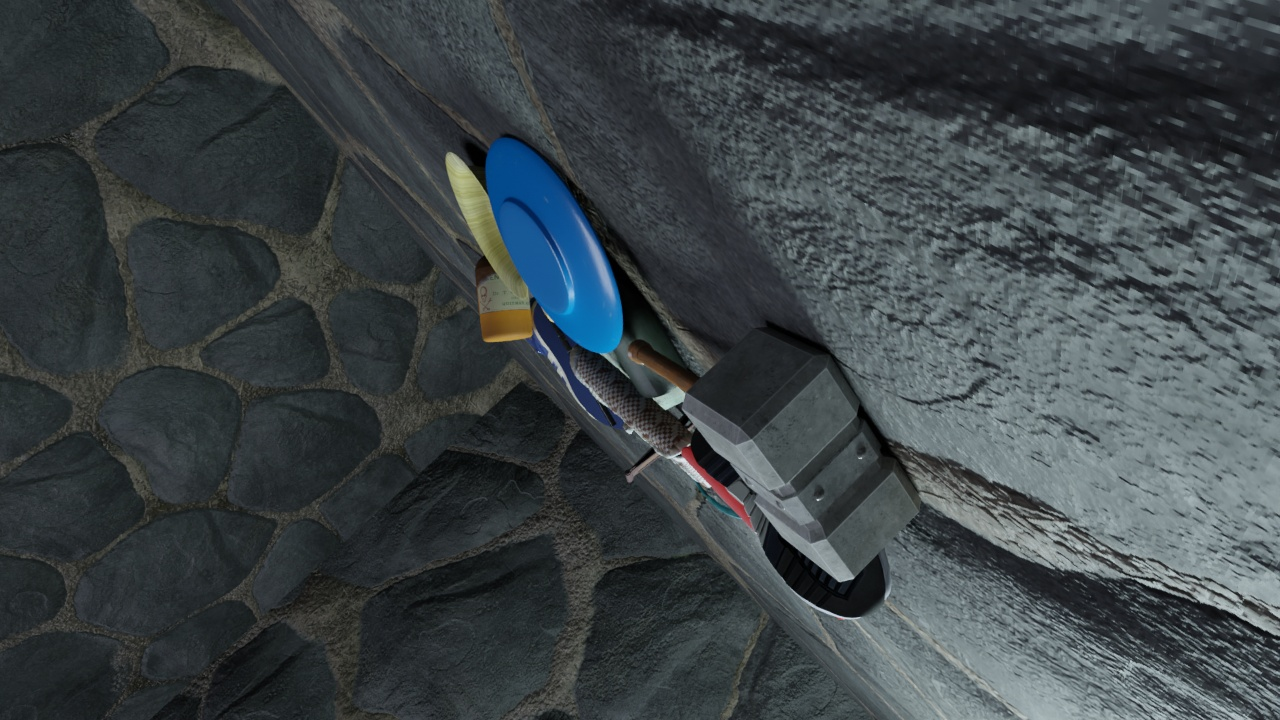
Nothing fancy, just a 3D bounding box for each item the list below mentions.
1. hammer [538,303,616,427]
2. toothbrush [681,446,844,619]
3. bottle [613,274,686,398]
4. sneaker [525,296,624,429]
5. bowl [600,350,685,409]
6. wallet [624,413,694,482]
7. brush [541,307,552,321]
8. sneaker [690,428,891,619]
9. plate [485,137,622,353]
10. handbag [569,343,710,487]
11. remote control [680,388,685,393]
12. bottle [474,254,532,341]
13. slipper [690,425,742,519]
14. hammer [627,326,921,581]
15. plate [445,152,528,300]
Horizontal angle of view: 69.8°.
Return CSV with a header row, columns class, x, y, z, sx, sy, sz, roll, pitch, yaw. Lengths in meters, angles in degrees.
class,x,y,z,sx,sy,sz,roll,pitch,yaw
hammer,-0.116,-0.056,1.170,0.325,0.015,0.095,60,180,-2
toothbrush,0.116,0.157,0.857,0.212,0.012,0.017,46,-156,11
bottle,-0.017,-0.044,0.884,0.174,0.055,0.055,58,168,-27
sneaker,-0.095,-0.001,1.336,0.233,0.091,0.118,51,166,-21
bowl,-0.006,0.007,1.109,0.157,0.038,0.157,46,172,8
wallet,0.026,0.114,1.185,0.018,0.115,0.091,47,172,10
brush,-0.093,-0.080,1.073,0.043,0.059,0.195,59,176,6
sneaker,0.149,0.137,0.806,0.124,0.089,0.239,35,-169,-46
plate,-0.093,-0.101,0.868,0.224,0.024,0.225,46,155,28
handbag,0.003,0.060,0.984,0.186,0.047,0.124,41,178,30
remote control,0.079,0.051,0.975,0.150,0.013,0.034,41,170,34
bottle,-0.187,-0.106,1.235,0.068,0.068,0.157,169,95,-81
slipper,0.108,0.143,1.027,0.269,0.054,0.098,25,133,65
hammer,0.062,0.032,0.732,0.163,0.083,0.318,52,170,-30
plate,-0.161,-0.159,1.050,0.184,0.036,0.185,53,163,23
